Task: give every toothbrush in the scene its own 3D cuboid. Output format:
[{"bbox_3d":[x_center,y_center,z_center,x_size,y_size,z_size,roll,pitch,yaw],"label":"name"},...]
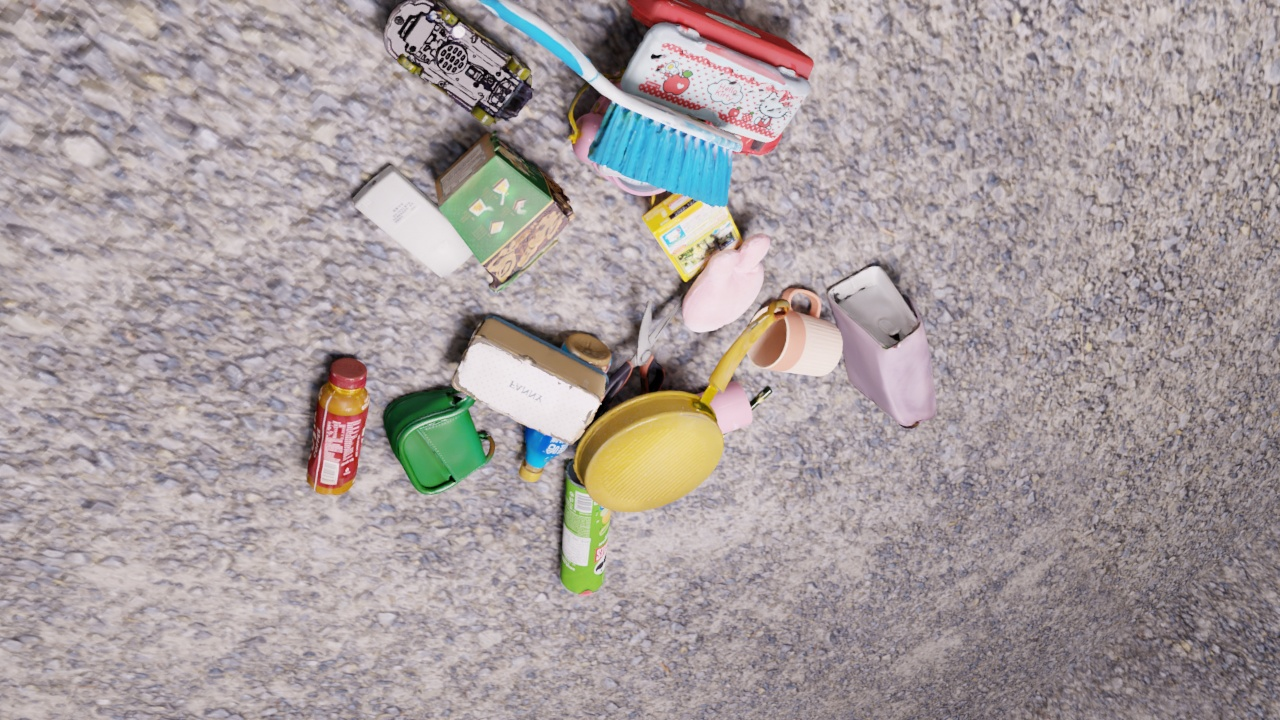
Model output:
[{"bbox_3d":[0.127,0.105,1.357,0.186,0.012,0.017,-45,139,15],"label":"toothbrush"}]

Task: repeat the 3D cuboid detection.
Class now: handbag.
[{"bbox_3d":[0.343,-0.014,1.267,0.098,0.144,0.197,-27,136,1],"label":"handbag"},{"bbox_3d":[-0.246,0.095,1.134,0.120,0.068,0.131,-24,134,-15],"label":"handbag"}]

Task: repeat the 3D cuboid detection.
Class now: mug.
[{"bbox_3d":[0.211,-0.038,1.236,0.105,0.082,0.114,10,93,-34],"label":"mug"}]

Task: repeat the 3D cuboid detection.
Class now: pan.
[{"bbox_3d":[0.065,0.060,1.177,0.358,0.078,0.197,-41,136,17],"label":"pan"}]

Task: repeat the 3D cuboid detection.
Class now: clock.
[{"bbox_3d":[-0.009,-0.240,0.960,0.117,0.059,0.158,-46,131,15],"label":"clock"}]

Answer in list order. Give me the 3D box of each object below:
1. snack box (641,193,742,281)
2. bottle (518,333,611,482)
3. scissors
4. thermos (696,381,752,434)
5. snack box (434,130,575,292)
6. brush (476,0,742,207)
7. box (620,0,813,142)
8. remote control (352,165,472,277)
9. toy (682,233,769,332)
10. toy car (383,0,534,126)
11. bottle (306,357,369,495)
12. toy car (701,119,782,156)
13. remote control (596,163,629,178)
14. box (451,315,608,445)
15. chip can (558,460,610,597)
[{"bbox_3d":[0.063,-0.151,1.061,0.087,0.033,0.140,-35,153,5],"label":"snack box"},{"bbox_3d":[-0.105,0.068,1.174,0.065,0.065,0.219,7,124,-31],"label":"bottle"},{"bbox_3d":[-0.006,0.007,1.157,0.188,0.015,0.223,-38,152,-25],"label":"scissors"},{"bbox_3d":[0.053,0.085,1.259,0.198,0.067,0.087,-17,159,-12],"label":"thermos"},{"bbox_3d":[-0.148,-0.159,0.937,0.117,0.118,0.105,-40,121,10],"label":"snack box"},{"bbox_3d":[-0.029,-0.235,0.853,0.314,0.060,0.110,12,113,-31],"label":"brush"},{"bbox_3d":[0.072,-0.293,0.928,0.201,0.095,0.102,9,121,-32],"label":"box"},{"bbox_3d":[-0.233,-0.143,0.962,0.056,0.019,0.135,-39,134,9],"label":"remote control"},{"bbox_3d":[0.108,-0.095,1.125,0.121,0.054,0.160,-27,156,-26],"label":"toy"},{"bbox_3d":[-0.168,-0.281,0.859,0.070,0.042,0.158,-46,133,16],"label":"toy car"},{"bbox_3d":[-0.350,0.077,1.067,0.057,0.057,0.175,2,127,-28],"label":"bottle"},{"bbox_3d":[0.114,-0.255,1.029,0.106,0.031,0.049,-4,130,-26],"label":"toy car"},{"bbox_3d":[0.021,-0.211,0.943,0.135,0.020,0.056,1,125,-27],"label":"remote control"},{"bbox_3d":[-0.123,0.027,1.082,0.184,0.061,0.090,29,118,-12],"label":"box"},{"bbox_3d":[-0.079,0.242,1.332,0.072,0.072,0.237,-9,131,-19],"label":"chip can"}]
